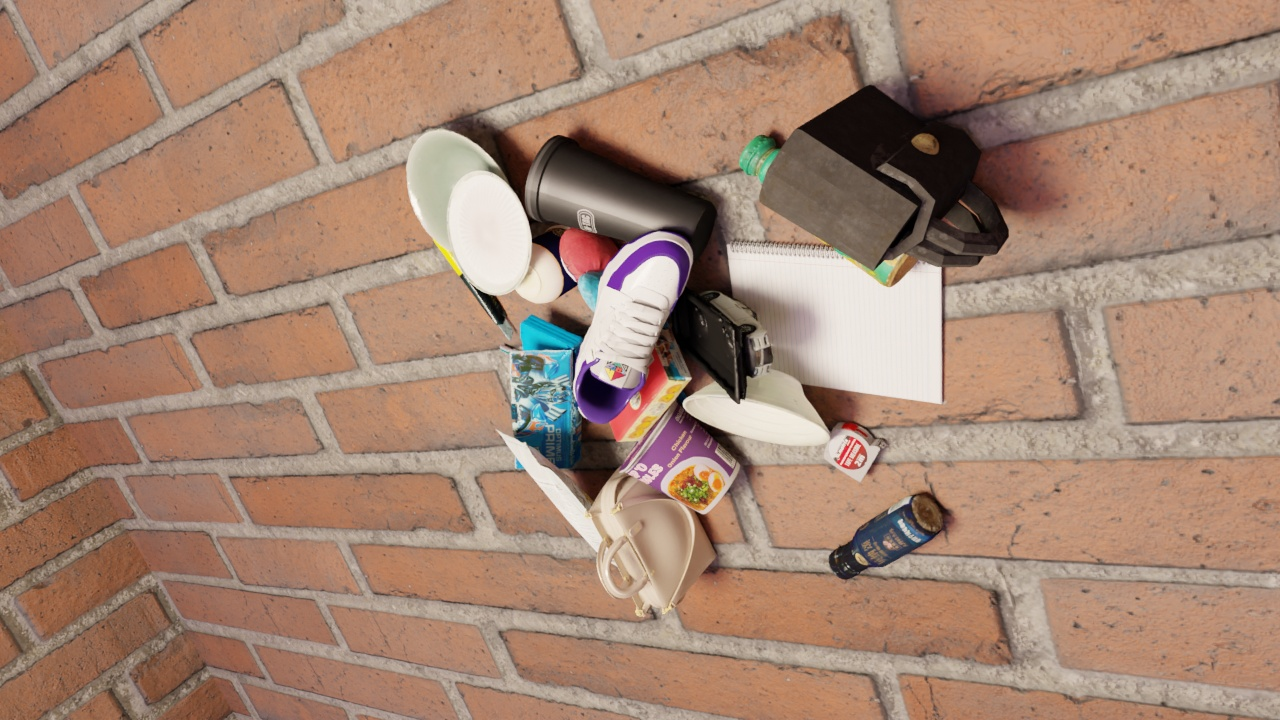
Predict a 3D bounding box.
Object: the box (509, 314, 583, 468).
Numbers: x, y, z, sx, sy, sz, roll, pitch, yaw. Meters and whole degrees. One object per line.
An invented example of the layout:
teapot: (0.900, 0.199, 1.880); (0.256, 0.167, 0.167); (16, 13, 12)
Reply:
box: (-0.137, 0.063, 1.283); (0.092, 0.085, 0.244); (26, 137, 21)

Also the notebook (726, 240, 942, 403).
notebook: (0.216, -0.046, 1.039); (0.246, 0.013, 0.178); (8, 121, 32)

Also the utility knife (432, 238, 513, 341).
utility knife: (-0.236, -0.108, 1.315); (0.020, 0.028, 0.187); (-30, 96, 47)

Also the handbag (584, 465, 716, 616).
handbag: (0.002, 0.250, 1.237); (0.101, 0.197, 0.194); (-19, 103, 34)

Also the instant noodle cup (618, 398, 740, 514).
instant noodle cup: (0.055, 0.135, 1.189); (0.122, 0.136, 0.122); (37, 120, -1)

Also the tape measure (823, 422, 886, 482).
tape measure: (0.254, 0.106, 1.095); (0.062, 0.020, 0.060); (32, 130, 17)

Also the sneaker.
sneaker: (-0.016, -0.029, 1.033); (0.092, 0.111, 0.245); (20, 123, -10)

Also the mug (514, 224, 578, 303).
mug: (-0.128, -0.113, 1.193); (0.085, 0.089, 0.112); (49, 133, 2)

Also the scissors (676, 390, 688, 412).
scissors: (0.039, 0.014, 1.202); (0.071, 0.022, 0.130); (-29, 93, 42)

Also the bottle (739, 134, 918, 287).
bottle: (0.194, -0.161, 0.948); (0.210, 0.067, 0.068); (41, 132, 20)

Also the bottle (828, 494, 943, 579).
bottle: (0.292, 0.217, 1.109); (0.056, 0.056, 0.161); (46, 133, 4)

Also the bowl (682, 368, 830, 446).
bowl: (0.142, 0.047, 1.087); (0.177, 0.057, 0.177); (14, 165, 4)

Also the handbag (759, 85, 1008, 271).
handbag: (0.240, -0.157, 0.832); (0.199, 0.196, 0.103); (37, 131, 12)

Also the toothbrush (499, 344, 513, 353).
toothbrush: (-0.127, 0.013, 1.314); (0.188, 0.018, 0.019); (23, 132, 23)

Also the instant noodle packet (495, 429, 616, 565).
instant noodle packet: (-0.092, 0.198, 1.303); (0.147, 0.057, 0.269); (20, 153, 53)

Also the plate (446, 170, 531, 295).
plate: (-0.189, -0.159, 1.151); (0.157, 0.014, 0.157); (15, 114, 37)

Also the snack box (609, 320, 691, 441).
snack box: (-0.007, 0.007, 1.164); (0.143, 0.040, 0.144); (-53, 48, 42)

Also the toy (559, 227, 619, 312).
toy: (-0.056, -0.107, 1.131); (0.062, 0.092, 0.132); (-34, 57, 38)

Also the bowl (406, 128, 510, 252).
bowl: (-0.222, -0.226, 1.209); (0.174, 0.067, 0.174); (16, 123, 26)

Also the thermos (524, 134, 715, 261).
thermos: (-0.025, -0.185, 1.076); (0.219, 0.105, 0.106); (23, 127, 17)

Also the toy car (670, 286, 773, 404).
toy car: (0.097, -0.035, 1.050); (0.191, 0.071, 0.094); (-131, 28, -62)
